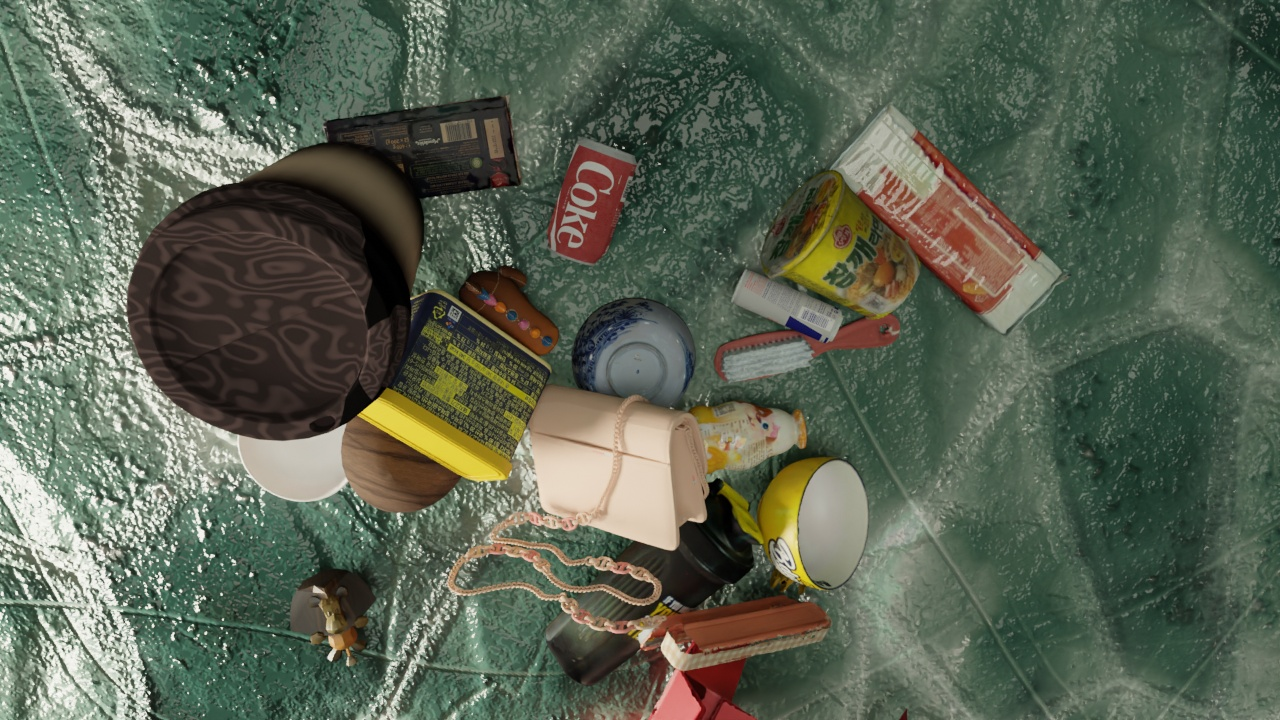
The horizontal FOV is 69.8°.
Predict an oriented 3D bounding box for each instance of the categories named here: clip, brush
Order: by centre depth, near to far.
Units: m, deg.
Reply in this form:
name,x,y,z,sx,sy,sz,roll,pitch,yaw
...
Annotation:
name,x,y,z,sx,sy,sz,roll,pitch,yaw
brush,0.152,-0.011,0.821,0.172,0.030,0.041,-13,105,-1
clip,0.144,0.202,0.872,0.045,0.054,0.049,-2,129,15

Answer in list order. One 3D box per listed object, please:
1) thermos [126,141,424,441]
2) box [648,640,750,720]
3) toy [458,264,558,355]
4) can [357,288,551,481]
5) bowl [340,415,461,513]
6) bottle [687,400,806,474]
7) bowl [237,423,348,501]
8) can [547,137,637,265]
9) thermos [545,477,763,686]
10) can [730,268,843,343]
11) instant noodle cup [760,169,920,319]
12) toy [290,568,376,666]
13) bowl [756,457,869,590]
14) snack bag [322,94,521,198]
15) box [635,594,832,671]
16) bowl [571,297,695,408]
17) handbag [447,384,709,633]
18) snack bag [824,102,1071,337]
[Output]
name,x,y,z,sx,sy,sz,roll,pitch,yaw
thermos,-0.240,-0.069,0.669,0.172,0.225,0.173,-1,117,-2
box,0.038,0.390,0.727,0.107,0.409,0.212,24,101,-12
toy,-0.109,-0.039,0.762,0.090,0.103,0.070,36,88,0
can,-0.153,0.022,0.754,0.135,0.075,0.104,37,62,-28
bowl,-0.194,0.076,0.791,0.119,0.032,0.119,-5,98,-36
bottle,0.092,0.067,0.820,0.109,0.063,0.063,-6,105,0
bowl,-0.291,0.065,0.802,0.105,0.054,0.105,0,106,-2
can,-0.042,-0.132,0.765,0.054,0.054,0.097,18,103,-8
thermos,0.012,0.201,0.838,0.098,0.098,0.221,43,104,-13
can,0.127,-0.047,0.797,0.095,0.032,0.032,24,102,6
instant noodle cup,0.172,-0.089,0.773,0.108,0.102,0.102,30,101,-19
toy,-0.280,0.242,0.848,0.076,0.062,0.100,-18,112,-19
bowl,0.148,0.144,0.832,0.117,0.068,0.117,0,90,-46
snack bag,-0.180,-0.173,0.764,0.155,0.018,0.075,-8,106,-1
box,0.087,0.243,0.818,0.186,0.079,0.054,2,77,-36
bowl,-0.005,0.005,0.808,0.114,0.045,0.114,-1,105,-3
handbag,-0.044,0.106,0.730,0.199,0.186,0.117,10,120,36
snack bag,0.265,-0.120,0.795,0.225,0.041,0.077,39,100,-14
